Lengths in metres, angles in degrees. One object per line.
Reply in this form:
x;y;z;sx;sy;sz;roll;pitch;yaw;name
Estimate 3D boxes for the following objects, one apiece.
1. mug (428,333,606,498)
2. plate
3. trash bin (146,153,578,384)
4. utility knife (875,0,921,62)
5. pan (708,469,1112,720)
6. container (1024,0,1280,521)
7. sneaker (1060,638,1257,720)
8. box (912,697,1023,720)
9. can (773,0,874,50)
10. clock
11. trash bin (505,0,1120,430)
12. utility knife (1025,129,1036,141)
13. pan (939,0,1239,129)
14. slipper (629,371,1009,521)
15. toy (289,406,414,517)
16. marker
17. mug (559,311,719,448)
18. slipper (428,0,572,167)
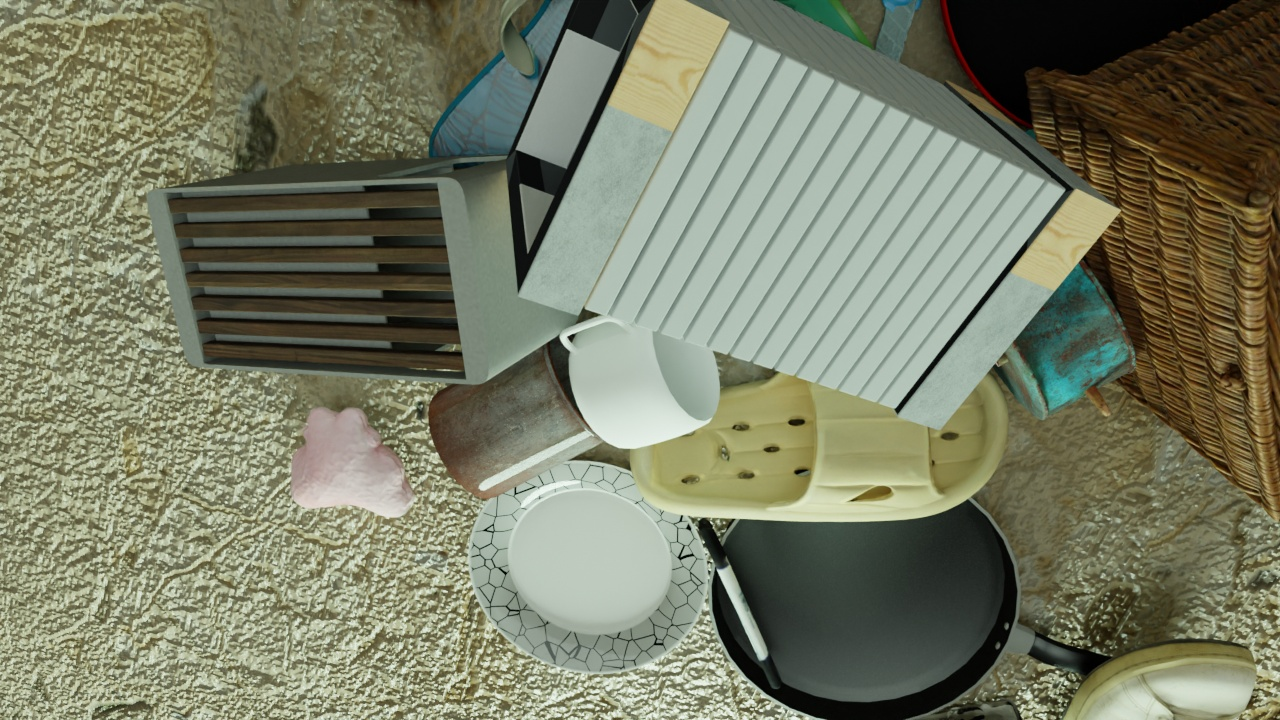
-0.089;0.024;0.653;0.110;0.096;0.123;-27;72;11;mug
-0.041;0.162;0.723;0.189;0.016;0.189;2;109;7;plate
-0.171;-0.063;0.583;0.229;0.114;0.114;3;109;22;trash bin
0.174;-0.264;0.554;0.031;0.015;0.196;15;111;7;utility knife
0.228;0.192;0.689;0.356;0.034;0.226;15;110;2;pan
0.348;-0.076;0.485;0.183;0.162;0.250;-32;129;7;container
0.351;0.293;0.642;0.089;0.102;0.242;9;128;-3;sneaker
0.228;0.343;0.670;0.145;0.185;0.066;-17;133;16;box
0.068;-0.160;0.565;0.144;0.083;0.083;-38;100;17;can
0.229;-0.039;0.569;0.073;0.121;0.157;-31;96;11;clock
0.075;-0.091;0.474;0.246;0.142;0.143;17;121;-22;trash bin
0.214;-0.125;0.562;0.022;0.015;0.118;19;158;-35;utility knife
0.252;-0.297;0.504;0.209;0.067;0.356;-17;105;13;pan
0.113;0.055;0.617;0.262;0.079;0.111;-8;79;14;slipper
-0.227;0.077;0.701;0.102;0.050;0.093;0;112;11;toy
0.075;0.183;0.685;0.011;0.011;0.152;-21;105;13;marker
-0.004;0.004;0.605;0.068;0.094;0.115;-19;142;28;mug
-0.029;-0.203;0.578;0.118;0.060;0.295;42;108;-11;slipper
